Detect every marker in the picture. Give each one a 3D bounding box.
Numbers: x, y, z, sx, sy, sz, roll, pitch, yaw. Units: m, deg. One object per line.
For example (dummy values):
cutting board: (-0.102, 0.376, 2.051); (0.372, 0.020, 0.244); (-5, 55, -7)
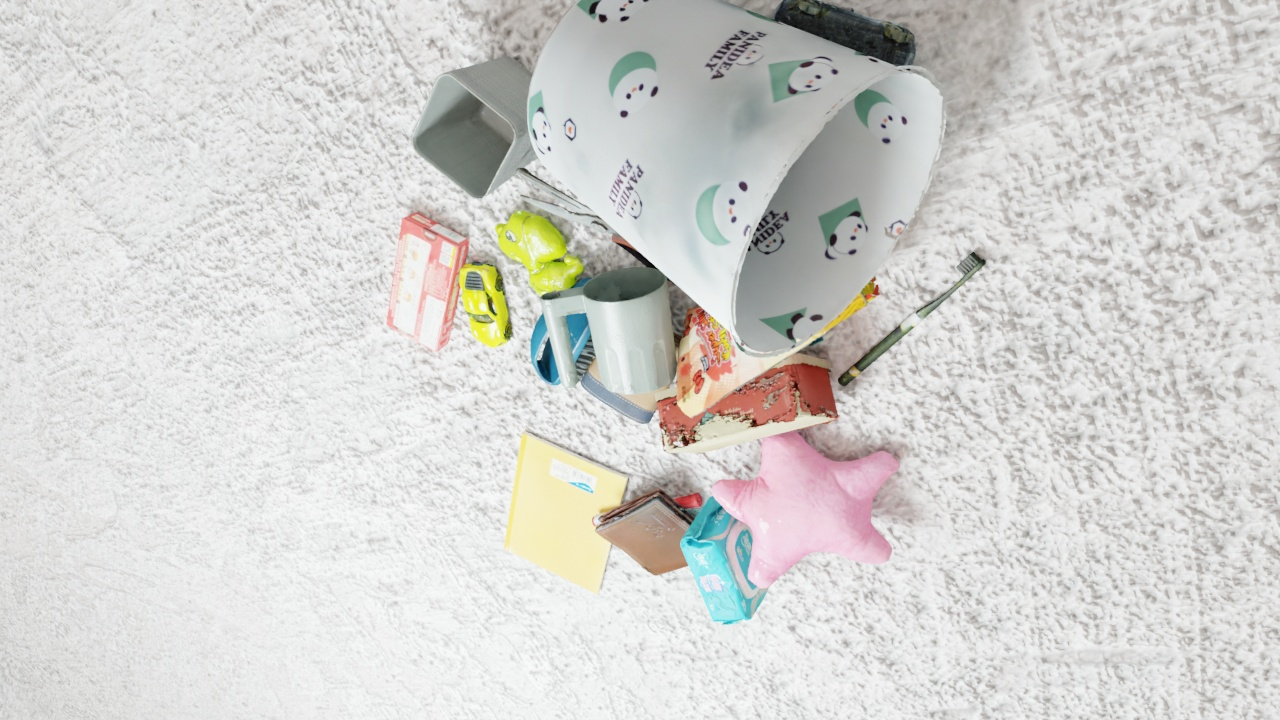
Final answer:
marker: (0.006, 0.177, 1.082); (0.145, 0.017, 0.017); (-16, 110, 27)

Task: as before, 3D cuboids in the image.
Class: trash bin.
trash bin: (0.061, -0.165, 0.711); (0.252, 0.228, 0.230); (40, 131, 30)

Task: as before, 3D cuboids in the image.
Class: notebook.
notebook: (-0.099, 0.195, 1.157); (0.146, 0.010, 0.207); (22, 125, 14)

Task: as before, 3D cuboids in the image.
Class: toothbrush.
toothbrush: (0.113, 0.000, 0.935); (0.192, 0.016, 0.018); (-23, 95, 35)
toothbrush: (0.246, -0.035, 0.851); (0.017, 0.012, 0.186); (45, 128, 4)

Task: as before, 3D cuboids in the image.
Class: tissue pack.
tissue pack: (0.098, 0.218, 1.021); (0.050, 0.093, 0.133); (-9, 114, 35)

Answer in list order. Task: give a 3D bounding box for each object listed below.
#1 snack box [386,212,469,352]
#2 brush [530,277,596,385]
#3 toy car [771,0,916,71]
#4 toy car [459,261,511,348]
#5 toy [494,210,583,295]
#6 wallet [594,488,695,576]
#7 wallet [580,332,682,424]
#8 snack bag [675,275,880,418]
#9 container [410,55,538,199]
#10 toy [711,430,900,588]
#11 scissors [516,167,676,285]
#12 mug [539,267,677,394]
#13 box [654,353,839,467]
snack box: (-0.247, -0.088, 1.055); (0.075, 0.025, 0.153); (28, 126, 11)
brush: (-0.077, -0.029, 0.971); (0.144, 0.073, 0.055); (-57, 45, 36)
toy car: (0.163, -0.258, 0.748); (0.120, 0.036, 0.054); (18, 124, 5)
toy car: (-0.177, -0.060, 1.034); (0.048, 0.032, 0.105); (6, 122, 23)
toy: (-0.105, -0.114, 0.967); (0.097, 0.031, 0.100); (3, 123, 25)
wallet: (0.024, 0.204, 1.071); (0.101, 0.032, 0.124); (-30, 122, 32)
wallet: (-0.006, 0.006, 0.988); (0.090, 0.033, 0.116); (31, 126, 3)
snack bag: (0.116, -0.040, 0.852); (0.208, 0.128, 0.073); (-30, 132, 32)
container: (-0.138, -0.224, 0.866); (0.090, 0.114, 0.090); (39, 127, 1)
toy: (0.174, 0.139, 0.950); (0.195, 0.074, 0.178); (-19, 93, 20)
scissors: (-0.017, -0.124, 0.880); (0.227, 0.015, 0.189); (14, 161, 44)
mug: (-0.028, -0.026, 0.903); (0.124, 0.083, 0.103); (-9, 117, 1)
box: (0.104, 0.054, 0.909); (0.169, 0.091, 0.078); (-18, 74, 33)
